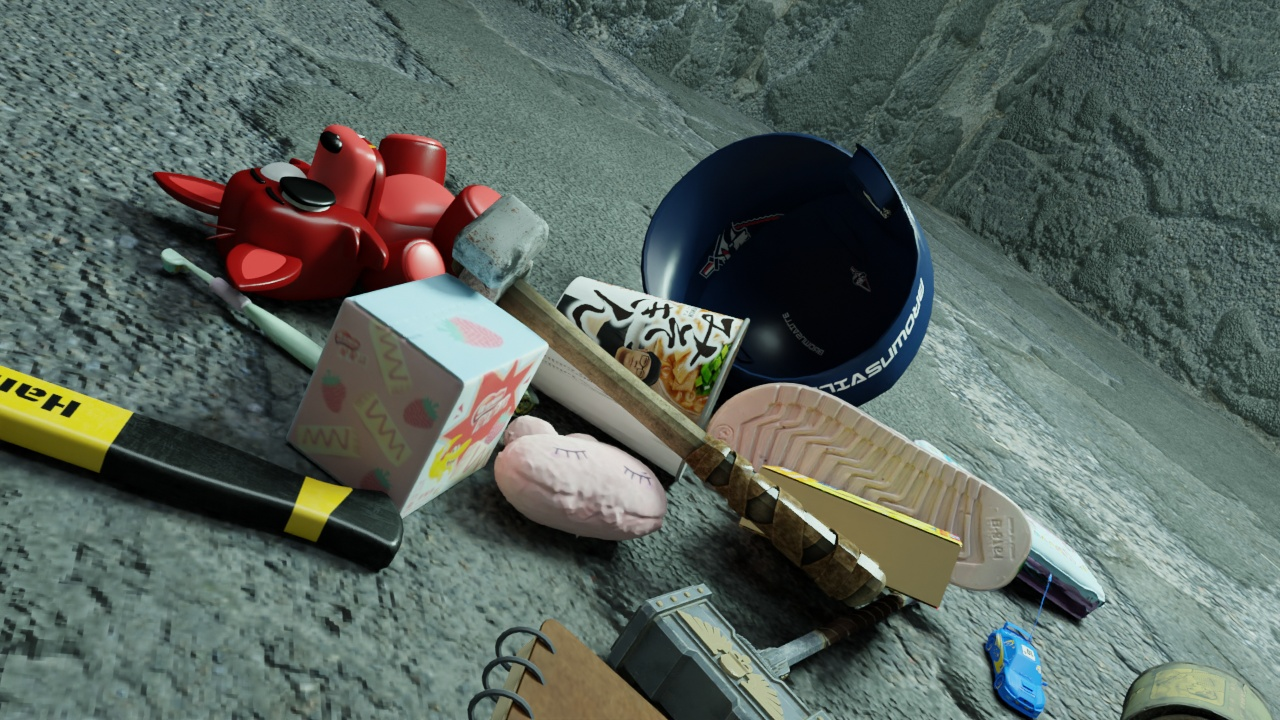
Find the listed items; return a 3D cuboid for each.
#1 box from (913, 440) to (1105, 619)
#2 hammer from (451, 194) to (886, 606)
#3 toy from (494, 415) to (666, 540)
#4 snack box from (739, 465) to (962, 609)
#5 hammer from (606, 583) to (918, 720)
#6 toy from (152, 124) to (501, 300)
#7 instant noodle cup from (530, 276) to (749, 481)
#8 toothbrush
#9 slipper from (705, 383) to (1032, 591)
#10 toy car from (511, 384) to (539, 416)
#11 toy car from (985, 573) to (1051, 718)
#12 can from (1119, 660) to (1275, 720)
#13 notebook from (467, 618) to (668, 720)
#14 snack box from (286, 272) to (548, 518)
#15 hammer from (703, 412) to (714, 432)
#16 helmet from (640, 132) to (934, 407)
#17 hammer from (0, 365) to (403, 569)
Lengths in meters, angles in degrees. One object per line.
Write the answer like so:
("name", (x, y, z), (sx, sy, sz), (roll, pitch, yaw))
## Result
("box", (0.304, 0.142, 0.774), (0.214, 0.033, 0.076), (34, 19, -18))
("hammer", (0.011, 0.034, 0.546), (0.319, 0.122, 0.048), (40, 62, 6))
("toy", (-0.040, 0.067, 0.549), (0.108, 0.053, 0.105), (17, 11, -29))
("snack box", (0.137, 0.111, 0.594), (0.126, 0.040, 0.088), (20, -1, 19))
("hammer", (0.117, 0.162, 0.551), (0.098, 0.044, 0.321), (43, 23, 29))
("toy", (-0.200, -0.096, 0.621), (0.196, 0.121, 0.158), (-7, 41, -44))
("instant noodle cup", (-0.004, 0.004, 0.645), (0.122, 0.124, 0.123), (24, 22, 7))
("toothbrush", (-0.225, -0.021, 0.551), (0.155, 0.015, 0.022), (33, -9, 7))
("slipper", (0.164, 0.090, 0.679), (0.239, 0.094, 0.064), (25, -1, 12))
("toy car", (-0.114, 0.009, 0.598), (0.105, 0.033, 0.048), (29, 12, -39))
("toy car", (0.273, 0.194, 0.636), (0.033, 0.062, 0.091), (30, 22, 1))
("can", (0.352, 0.248, 0.583), (0.090, 0.090, 0.074), (40, 25, 24))
("notebook", (-0.008, 0.198, 0.283), (0.167, 0.024, 0.225), (45, 20, -10))
("snack box", (-0.118, 0.017, 0.496), (0.079, 0.095, 0.092), (34, 22, 11))
("hammer", (0.110, 0.076, 0.752), (0.331, 0.031, 0.119), (20, 24, -16))
("helmet", (0.128, -0.075, 0.816), (0.272, 0.232, 0.223), (50, 5, 18))
("hammer", (-0.258, 0.027, 0.395), (0.324, 0.034, 0.169), (24, 24, -18))
